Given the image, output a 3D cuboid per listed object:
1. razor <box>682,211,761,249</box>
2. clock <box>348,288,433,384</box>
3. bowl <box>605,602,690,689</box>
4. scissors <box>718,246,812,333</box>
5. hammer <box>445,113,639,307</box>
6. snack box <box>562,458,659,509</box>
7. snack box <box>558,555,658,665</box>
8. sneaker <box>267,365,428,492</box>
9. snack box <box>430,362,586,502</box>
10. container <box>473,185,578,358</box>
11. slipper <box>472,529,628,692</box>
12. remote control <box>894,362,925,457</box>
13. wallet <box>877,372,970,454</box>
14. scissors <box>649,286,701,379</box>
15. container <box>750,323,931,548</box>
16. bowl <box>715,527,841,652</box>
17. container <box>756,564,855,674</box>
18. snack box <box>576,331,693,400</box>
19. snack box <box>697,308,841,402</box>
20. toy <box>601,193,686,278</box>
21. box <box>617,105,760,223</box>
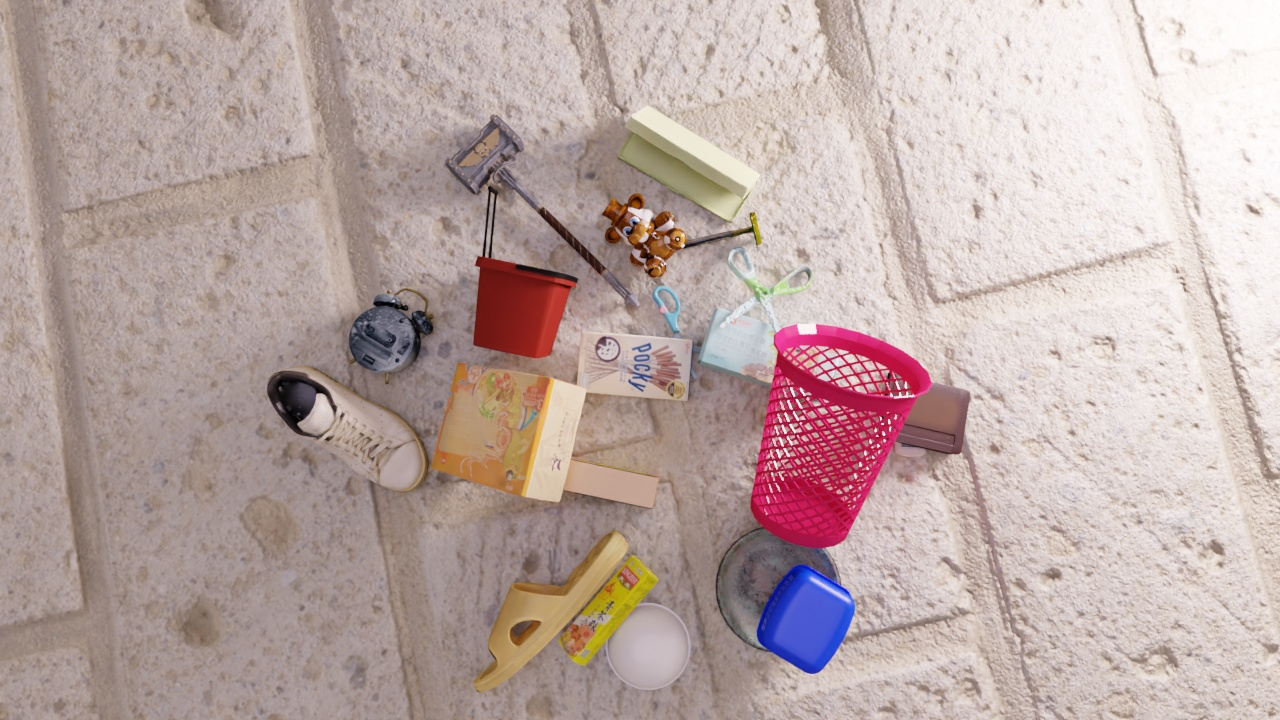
[{"bbox_3d":[0.107,-0.166,1.234,0.106,0.026,0.042,-12,118,11],"label":"razor"},{"bbox_3d":[-0.333,-0.038,1.228,0.090,0.052,0.129,31,87,6],"label":"clock"},{"bbox_3d":[0.009,0.369,1.172,0.110,0.040,0.110,0,84,3],"label":"bowl"},{"bbox_3d":[0.155,-0.088,1.201,0.171,0.023,0.168,-33,71,-29],"label":"scissors"},{"bbox_3d":[-0.117,-0.187,1.241,0.098,0.044,0.322,-45,85,-3],"label":"hammer"},{"bbox_3d":[-0.042,0.156,1.174,0.126,0.088,0.040,11,84,4],"label":"snack box"},{"bbox_3d":[-0.041,0.321,1.177,0.148,0.029,0.040,-49,46,-3],"label":"snack box"},{"bbox_3d":[-0.384,0.084,1.191,0.241,0.102,0.089,34,86,5],"label":"sneaker"},{"bbox_3d":[-0.162,0.087,1.152,0.196,0.080,0.145,7,82,45],"label":"snack box"},{"bbox_3d":[-0.148,-0.111,1.180,0.127,0.148,0.201,11,93,3],"label":"container"},{"bbox_3d":[-0.127,0.305,1.156,0.263,0.099,0.078,-45,93,-7],"label":"slipper"},{"bbox_3d":[0.353,0.063,1.202,0.038,0.018,0.125,1,84,3],"label":"remote control"},{"bbox_3d":[0.365,0.067,1.184,0.115,0.018,0.091,13,83,-13],"label":"wallet"},{"bbox_3d":[0.029,-0.027,1.231,0.125,0.015,0.136,-26,81,-1],"label":"scissors"},{"bbox_3d":[0.221,0.097,1.102,0.183,0.182,0.226,14,115,4],"label":"container"},{"bbox_3d":[0.175,0.289,1.174,0.157,0.038,0.157,0,84,3],"label":"bowl"},{"bbox_3d":[0.203,0.317,1.119,0.096,0.058,0.114,30,86,5],"label":"container"},{"bbox_3d":[-0.007,0.007,1.214,0.150,0.026,0.082,4,94,4],"label":"snack box"},{"bbox_3d":[0.167,-0.006,1.199,0.174,0.053,0.075,18,83,1],"label":"snack box"},{"bbox_3d":[0.001,-0.172,1.223,0.112,0.067,0.087,35,110,-6],"label":"toy"},{"bbox_3d":[0.067,-0.272,1.237,0.188,0.089,0.077,31,55,6],"label":"box"}]
